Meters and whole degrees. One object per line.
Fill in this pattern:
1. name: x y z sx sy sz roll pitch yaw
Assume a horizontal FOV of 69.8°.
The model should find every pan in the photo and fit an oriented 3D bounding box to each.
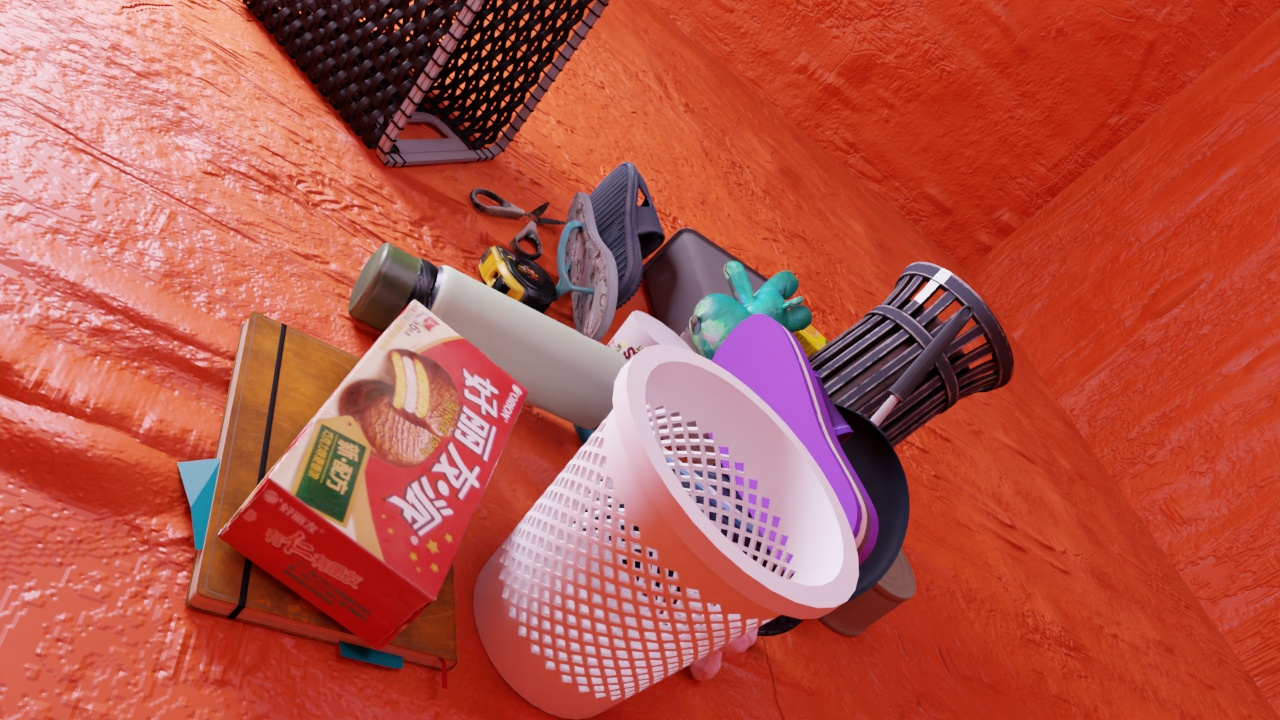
1. pan: 0.212 0.079 0.892 0.199 0.356 0.021 42 -8 -2

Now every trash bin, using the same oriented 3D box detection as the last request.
1. trash bin: 0.252 0.026 0.986 0.164 0.227 0.164 53 -10 13
2. trash bin: 0.112 -0.033 1.143 0.191 0.098 0.219 28 32 -33
3. trash bin: 0.001 0.128 0.608 0.195 0.200 0.195 35 27 -21

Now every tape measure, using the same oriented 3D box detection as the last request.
1. tape measure: -0.121 -0.074 0.913 0.071 0.042 0.072 23 29 -41

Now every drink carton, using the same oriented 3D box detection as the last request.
1. drink carton: 0.180 -0.025 1.080 0.134 0.043 0.058 41 25 -14

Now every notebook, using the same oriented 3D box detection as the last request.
1. notebook: -0.199 0.080 0.591 0.178 0.014 0.248 28 30 -34

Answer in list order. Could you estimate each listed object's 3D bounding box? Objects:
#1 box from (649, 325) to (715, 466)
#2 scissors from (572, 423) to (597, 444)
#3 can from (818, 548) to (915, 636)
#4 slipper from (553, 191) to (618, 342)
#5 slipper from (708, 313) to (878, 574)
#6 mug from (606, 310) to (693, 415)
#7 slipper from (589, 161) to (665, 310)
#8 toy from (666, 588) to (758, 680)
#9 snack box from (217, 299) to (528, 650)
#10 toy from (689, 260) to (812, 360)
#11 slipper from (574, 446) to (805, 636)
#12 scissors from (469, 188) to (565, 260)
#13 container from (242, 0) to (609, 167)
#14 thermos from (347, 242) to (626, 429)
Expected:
1. box: 0.079 0.016 0.973 0.108 0.137 0.128 36 28 -26
2. scissors: -0.030 0.081 0.843 0.156 0.019 0.124 51 25 14
3. can: 0.218 0.214 0.962 0.127 0.073 0.127 35 27 -21
4. slipper: -0.074 -0.102 0.991 0.054 0.098 0.268 8 29 -16
5. slipper: 0.136 0.079 0.779 0.084 0.107 0.266 31 25 -33
6. mug: -0.005 0.005 0.882 0.073 0.090 0.105 33 16 -18
7. slipper: -0.019 -0.138 1.111 0.082 0.101 0.263 39 31 -32
8. toy: 0.056 0.199 0.702 0.047 0.110 0.063 -18 63 -38
9. snack box: -0.157 0.060 0.595 0.113 0.060 0.235 41 25 -14
10. toy: 0.112 -0.038 0.928 0.192 0.073 0.130 -28 99 -40
11. slipper: 0.042 0.143 0.772 0.253 0.105 0.095 39 22 -20
12. scissors: -0.131 -0.159 1.056 0.158 0.013 0.162 24 33 -41
13. container: -0.229 -0.386 0.978 0.243 0.246 0.246 45 25 6
14. thermos: -0.128 -0.017 0.769 0.231 0.082 0.082 27 31 -25
